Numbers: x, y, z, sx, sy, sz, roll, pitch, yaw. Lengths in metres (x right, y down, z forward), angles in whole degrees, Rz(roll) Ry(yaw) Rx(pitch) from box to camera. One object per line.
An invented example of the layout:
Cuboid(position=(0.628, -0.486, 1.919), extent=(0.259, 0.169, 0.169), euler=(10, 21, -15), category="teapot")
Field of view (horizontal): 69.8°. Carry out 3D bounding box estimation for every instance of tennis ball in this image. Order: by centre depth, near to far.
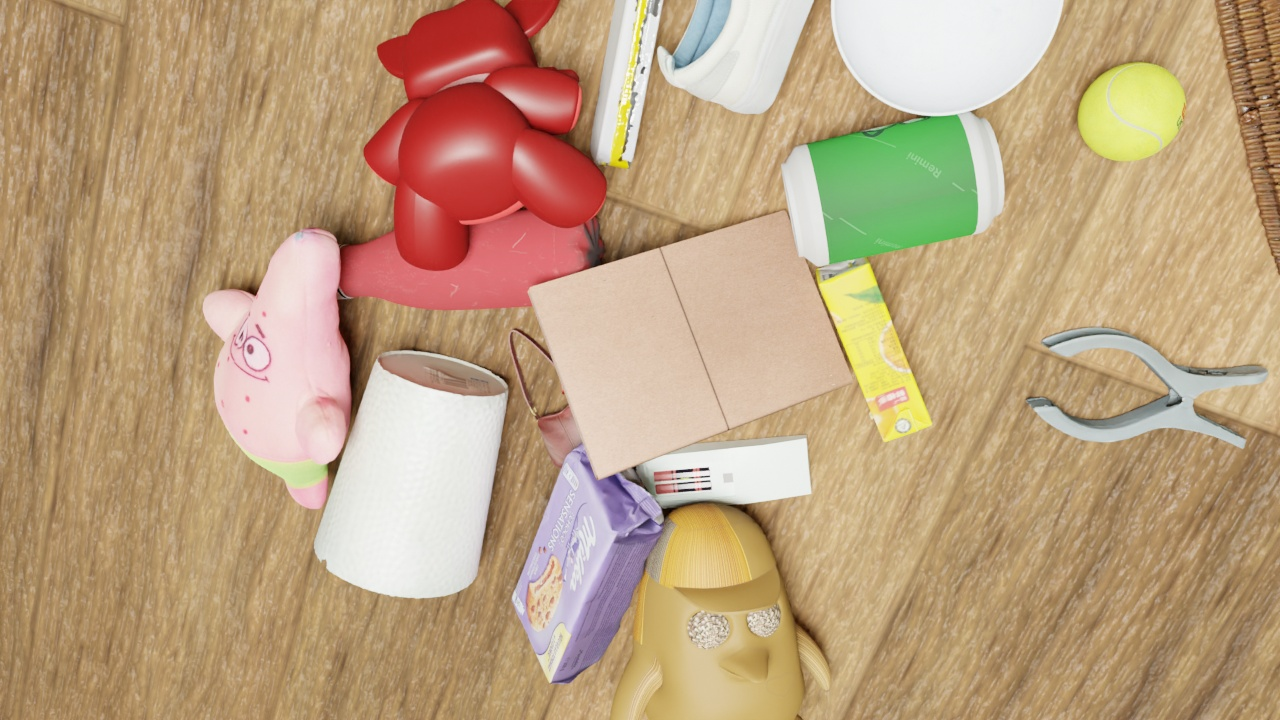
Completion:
Cuboid(position=(0.335, -0.170, 0.628), extent=(0.065, 0.065, 0.065), euler=(2, 106, 6), category="tennis ball")

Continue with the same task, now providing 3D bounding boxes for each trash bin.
Cuboid(position=(-0.176, 0.084, 0.734), extent=(0.133, 0.133, 0.161), euler=(17, 102, 2), category="trash bin")

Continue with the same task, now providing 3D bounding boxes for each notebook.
Cuboid(position=(0.040, -0.016, 0.664), extent=(0.208, 0.008, 0.141), euler=(-19, 85, -18), category="notebook")

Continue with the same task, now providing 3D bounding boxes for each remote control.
Cuboid(position=(0.067, 0.094, 0.756), extent=(0.143, 0.024, 0.049), euler=(-6, 105, 8), category="remote control")

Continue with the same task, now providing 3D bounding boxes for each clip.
Cuboid(position=(0.380, 0.045, 0.705), extent=(0.167, 0.028, 0.127), euler=(12, 108, 4), category="clip")

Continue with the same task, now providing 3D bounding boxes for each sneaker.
Cuboid(position=(0.077, -0.287, 0.598), extent=(0.090, 0.089, 0.243), euler=(8, 117, -24), category="sneaker")

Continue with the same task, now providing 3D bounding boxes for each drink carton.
Cuboid(position=(0.176, -0.010, 0.697), extent=(0.043, 0.058, 0.134), euler=(-22, 102, 14), category="drink carton")

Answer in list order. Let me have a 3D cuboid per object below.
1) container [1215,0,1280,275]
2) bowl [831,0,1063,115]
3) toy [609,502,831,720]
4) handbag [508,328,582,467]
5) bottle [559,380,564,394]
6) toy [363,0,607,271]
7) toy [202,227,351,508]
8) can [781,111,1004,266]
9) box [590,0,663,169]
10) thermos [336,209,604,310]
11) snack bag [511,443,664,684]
Cuboid(position=(0.504, -0.180, 0.561), extent=(0.183, 0.162, 0.250), euler=(-19, 103, 6), category="container")
Cuboid(position=(0.199, -0.240, 0.620), extent=(0.144, 0.074, 0.144), euler=(2, 106, 6), category="bowl")
Cuboid(position=(0.063, 0.214, 0.728), extent=(0.198, 0.163, 0.203), euler=(-8, 99, -20), category="toy")
Cuboid(position=(-0.075, 0.026, 0.756), extent=(0.055, 0.029, 0.119), euler=(-28, 96, 11), category="handbag")
Cuboid(position=(-0.004, 0.004, 0.704), extent=(0.111, 0.099, 0.099), euler=(5, 106, -1), category="bottle")
Cuboid(position=(-0.114, -0.174, 0.649), extent=(0.158, 0.120, 0.197), euler=(-17, 60, 13), category="toy")
Cuboid(position=(-0.270, 0.002, 0.705), extent=(0.192, 0.096, 0.237), euler=(42, 128, 28), category="toy")
Cuboid(position=(0.175, -0.121, 0.650), extent=(0.140, 0.087, 0.088), euler=(-11, 104, 10), category="can")
Cuboid(position=(-0.001, -0.239, 0.639), extent=(0.033, 0.064, 0.210), euler=(7, 115, -10), category="box")
Cuboid(position=(-0.150, -0.074, 0.710), extent=(0.240, 0.073, 0.073), euler=(-3, 105, 13), category="thermos")
Cuboid(position=(-0.041, 0.162, 0.738), extent=(0.058, 0.096, 0.206), euler=(1, 127, -33), category="snack bag")
